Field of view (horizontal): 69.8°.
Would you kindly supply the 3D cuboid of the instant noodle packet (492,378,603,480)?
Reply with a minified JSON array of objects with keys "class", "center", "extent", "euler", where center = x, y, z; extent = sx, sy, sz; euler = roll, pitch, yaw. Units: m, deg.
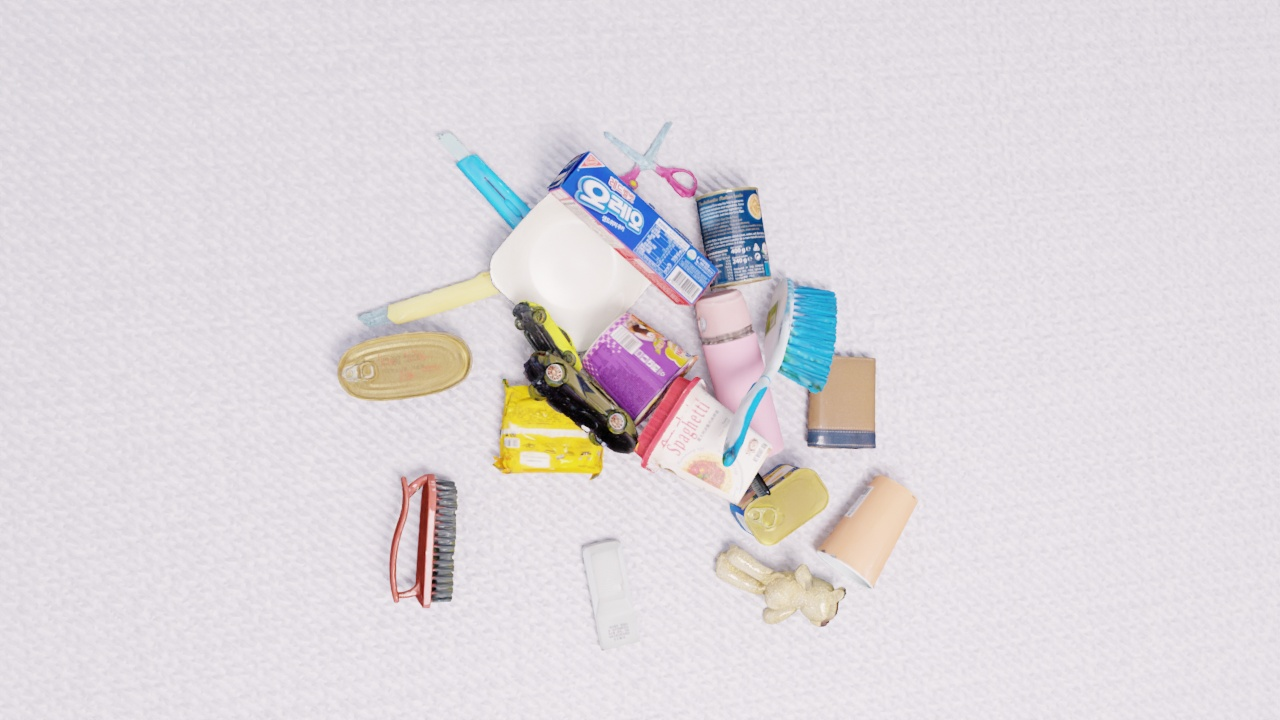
[{"class":"instant noodle packet","center":[-0.105,0.081,1.069],"extent":[0.128,0.044,0.110],"euler":[5,82,-12]}]

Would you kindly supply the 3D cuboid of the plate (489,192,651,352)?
[{"class":"plate","center":[-0.077,-0.110,1.069],"extent":[0.164,0.034,0.163],"euler":[44,85,-18]}]

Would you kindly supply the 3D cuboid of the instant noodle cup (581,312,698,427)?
[{"class":"instant noodle cup","center":[-0.006,0.006,1.056],"extent":[0.099,0.111,0.111],"euler":[41,84,7]}]

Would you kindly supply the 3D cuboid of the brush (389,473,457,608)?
[{"class":"brush","center":[-0.246,0.201,1.037],"extent":[0.069,0.063,0.146],"euler":[4,88,-22]}]

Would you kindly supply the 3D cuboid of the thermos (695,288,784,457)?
[{"class":"thermos","center":[0.110,0.016,1.088],"extent":[0.067,0.087,0.198],"euler":[-21,99,-23]}]

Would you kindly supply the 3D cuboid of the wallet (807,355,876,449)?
[{"class":"wallet","center":[0.248,0.052,1.129],"extent":[0.090,0.033,0.115],"euler":[2,88,-11]}]

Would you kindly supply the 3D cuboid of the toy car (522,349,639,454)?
[{"class":"toy car","center":[-0.064,0.048,1.023],"extent":[0.158,0.070,0.042],"euler":[41,60,-8]}]

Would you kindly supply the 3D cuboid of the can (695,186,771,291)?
[{"class":"can","center":[0.111,-0.143,1.087],"extent":[0.075,0.075,0.111],"euler":[-10,91,-9]}]

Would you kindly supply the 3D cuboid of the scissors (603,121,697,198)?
[{"class":"scissors","center":[0.008,-0.231,1.104],"extent":[0.134,0.017,0.133],"euler":[31,82,-3]}]

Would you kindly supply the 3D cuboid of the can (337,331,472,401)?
[{"class":"can","center":[-0.265,0.006,1.042],"extent":[0.148,0.049,0.074],"euler":[-9,91,-9]}]

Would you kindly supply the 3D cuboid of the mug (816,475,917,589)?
[{"class":"mug","center":[0.279,0.204,1.114],"extent":[0.078,0.078,0.122],"euler":[37,79,-7]}]

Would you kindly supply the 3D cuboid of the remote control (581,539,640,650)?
[{"class":"remote control","center":[-0.035,0.277,1.088],"extent":[0.049,0.024,0.125],"euler":[-11,92,-8]}]

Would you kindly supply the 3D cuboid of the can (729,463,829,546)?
[{"class":"can","center":[0.162,0.168,1.088],"extent":[0.102,0.083,0.057],"euler":[-34,94,-7]}]

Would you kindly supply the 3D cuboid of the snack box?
[{"class":"snack box","center":[-0.007,-0.147,1.034],"extent":[0.207,0.058,0.057],"euler":[40,83,-19]}]

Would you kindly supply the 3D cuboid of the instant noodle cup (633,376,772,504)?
[{"class":"instant noodle cup","center":[0.073,0.094,1.014],"extent":[0.124,0.116,0.116],"euler":[31,86,13]}]

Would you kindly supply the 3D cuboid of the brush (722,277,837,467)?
[{"class":"brush","center":[0.157,0.014,1.017],"extent":[0.109,0.061,0.313],"euler":[25,46,-11]}]

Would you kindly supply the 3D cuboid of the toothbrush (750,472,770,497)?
[{"class":"toothbrush","center":[0.092,0.085,1.074],"extent":[0.017,0.014,0.189],"euler":[-41,66,10]}]

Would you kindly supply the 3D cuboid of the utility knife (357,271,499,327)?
[{"class":"utility knife","center":[-0.235,-0.071,1.063],"extent":[0.183,0.019,0.031],"euler":[-18,88,-14]}]

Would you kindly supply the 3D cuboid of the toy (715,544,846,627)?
[{"class":"toy","center":[0.166,0.269,1.105],"extent":[0.157,0.066,0.105],"euler":[24,118,-4]}]

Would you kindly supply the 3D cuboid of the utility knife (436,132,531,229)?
[{"class":"utility knife","center":[-0.170,-0.198,1.074],"extent":[0.034,0.018,0.182],"euler":[-44,96,-4]}]

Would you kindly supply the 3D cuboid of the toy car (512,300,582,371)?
[{"class":"toy car","center":[-0.103,-0.026,1.036],"extent":[0.032,0.048,0.105],"euler":[-46,110,-32]}]
